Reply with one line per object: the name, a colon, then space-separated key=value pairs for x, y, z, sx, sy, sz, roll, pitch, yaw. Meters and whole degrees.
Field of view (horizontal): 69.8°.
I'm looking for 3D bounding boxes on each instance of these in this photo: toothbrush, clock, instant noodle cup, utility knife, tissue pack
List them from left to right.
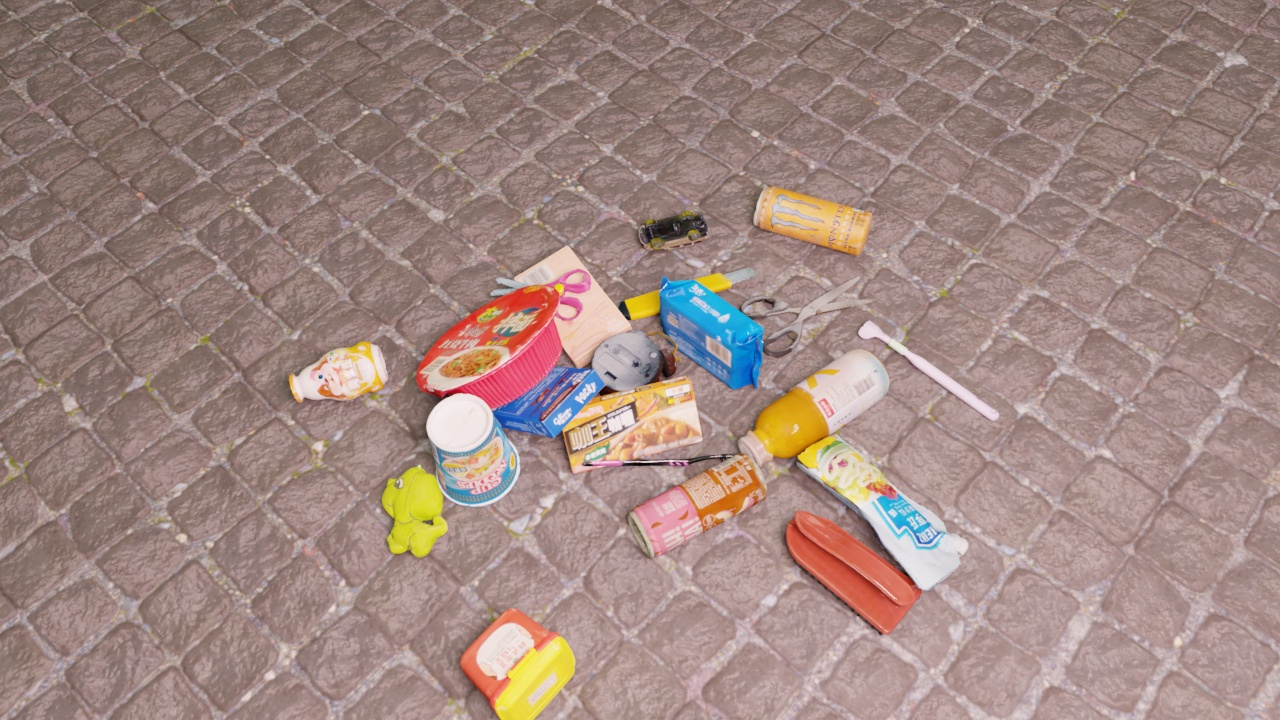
instant noodle cup: x=-0.189 y=0.094 z=1.008 sx=0.099 sy=0.110 sz=0.099 roll=-2 pitch=57 yaw=2
instant noodle cup: x=-0.163 y=-0.007 z=1.064 sx=0.194 sy=0.066 sz=0.193 roll=-24 pitch=27 yaw=13
clock: x=-0.006 y=0.006 z=1.090 sx=0.082 sy=0.055 sz=0.121 roll=36 pitch=64 yaw=24
toothbrush: x=0.029 y=0.116 z=1.029 sx=0.189 sy=0.014 sz=0.017 roll=-1 pitch=65 yaw=-7
utility knife: x=0.061 y=-0.085 z=1.168 sx=0.193 sy=0.015 sz=0.033 roll=-17 pitch=57 yaw=-4
tissue pack: x=0.084 y=-0.036 z=1.091 sx=0.157 sy=0.095 sz=0.052 roll=37 pitch=64 yaw=26
toothbrush: x=0.342 y=0.013 z=1.091 sx=0.189 sy=0.021 sz=0.029 roll=39 pitch=64 yaw=23

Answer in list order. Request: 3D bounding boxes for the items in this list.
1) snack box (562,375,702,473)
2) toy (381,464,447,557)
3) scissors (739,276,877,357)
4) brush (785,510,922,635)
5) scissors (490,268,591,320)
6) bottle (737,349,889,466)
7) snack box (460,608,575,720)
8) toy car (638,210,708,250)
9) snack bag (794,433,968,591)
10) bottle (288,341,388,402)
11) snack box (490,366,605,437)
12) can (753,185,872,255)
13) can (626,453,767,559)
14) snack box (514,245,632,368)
snack box: x=-0.011 y=0.072 z=1.037 sx=0.153 sy=0.075 sz=0.026 roll=-14 pitch=15 yaw=-5
toy: x=-0.247 y=0.165 z=1.008 sx=0.097 sy=0.031 sz=0.100 roll=3 pitch=66 yaw=24
scissors: x=0.207 y=-0.060 z=1.151 sx=0.159 sy=0.014 sz=0.170 roll=18 pitch=57 yaw=11
brush: x=0.211 y=0.208 z=0.937 sx=0.146 sy=0.069 sz=0.063 roll=37 pitch=64 yaw=24
scissors: x=-0.129 y=-0.077 z=1.145 sx=0.138 sy=0.017 sz=0.077 roll=-2 pitch=70 yaw=15
bottle: x=0.195 y=0.057 z=1.039 sx=0.189 sy=0.068 sz=0.068 roll=-31 pitch=61 yaw=-17
snack box: x=-0.121 y=0.295 z=0.892 sx=0.080 sy=0.082 sz=0.091 roll=31 pitch=62 yaw=32
toy car: x=0.043 y=-0.167 z=1.214 sx=0.090 sy=0.035 sz=0.042 roll=-12 pitch=55 yaw=-4
snack bag: x=0.257 y=0.156 z=0.973 sx=0.191 sy=0.039 sz=0.110 roll=43 pitch=28 yaw=28
bottle: x=-0.360 y=0.018 z=1.094 sx=0.108 sy=0.063 sz=0.063 roll=-17 pitch=57 yaw=-8
snack box: x=-0.113 y=0.043 z=1.032 sx=0.084 sy=0.026 sz=0.157 roll=-46 pitch=25 yaw=-24
can: x=0.226 y=-0.184 z=1.202 sx=0.146 sy=0.058 sz=0.058 roll=18 pitch=59 yaw=14
can: x=0.062 y=0.155 z=0.986 sx=0.147 sy=0.058 sz=0.058 roll=-25 pitch=59 yaw=-13
snack box: x=-0.085 y=-0.069 z=1.154 sx=0.084 sy=0.026 sz=0.157 roll=-33 pitch=61 yaw=-8
